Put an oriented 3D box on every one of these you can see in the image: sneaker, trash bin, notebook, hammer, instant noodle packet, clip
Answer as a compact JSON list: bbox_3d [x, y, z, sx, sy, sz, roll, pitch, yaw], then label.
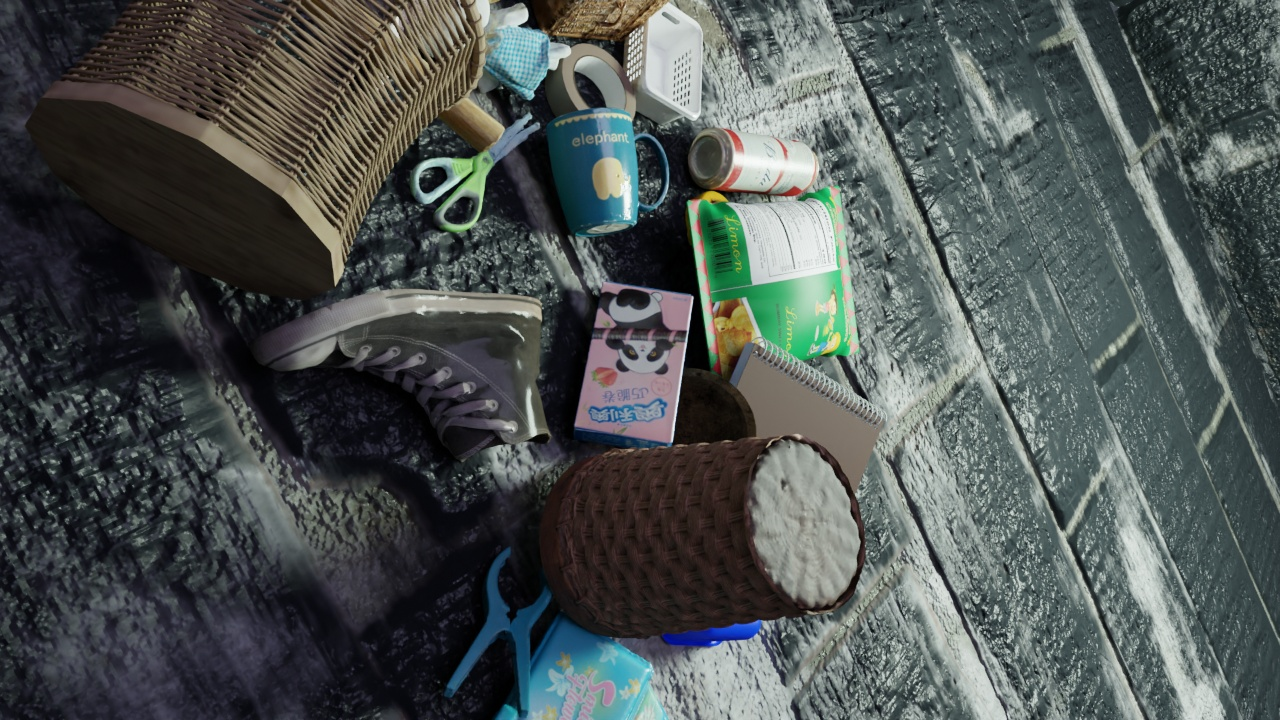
[{"bbox_3d":[-0.165,0.016,0.681,0.234,0.095,0.119,1,75,-49],"label":"sneaker"},{"bbox_3d":[0.044,0.125,0.681,0.151,0.211,0.151,16,65,-37],"label":"trash bin"},{"bbox_3d":[0.156,0.092,0.946,0.209,0.022,0.171,28,82,-32],"label":"notebook"},{"bbox_3d":[-0.237,-0.270,0.677,0.330,0.132,0.033,37,56,-25],"label":"hammer"},{"bbox_3d":[0.151,-0.083,0.989,0.252,0.090,0.195,-14,98,-41],"label":"instant noodle packet"},{"bbox_3d":[-0.115,0.197,0.694,0.113,0.028,0.126,28,51,-4],"label":"clip"}]

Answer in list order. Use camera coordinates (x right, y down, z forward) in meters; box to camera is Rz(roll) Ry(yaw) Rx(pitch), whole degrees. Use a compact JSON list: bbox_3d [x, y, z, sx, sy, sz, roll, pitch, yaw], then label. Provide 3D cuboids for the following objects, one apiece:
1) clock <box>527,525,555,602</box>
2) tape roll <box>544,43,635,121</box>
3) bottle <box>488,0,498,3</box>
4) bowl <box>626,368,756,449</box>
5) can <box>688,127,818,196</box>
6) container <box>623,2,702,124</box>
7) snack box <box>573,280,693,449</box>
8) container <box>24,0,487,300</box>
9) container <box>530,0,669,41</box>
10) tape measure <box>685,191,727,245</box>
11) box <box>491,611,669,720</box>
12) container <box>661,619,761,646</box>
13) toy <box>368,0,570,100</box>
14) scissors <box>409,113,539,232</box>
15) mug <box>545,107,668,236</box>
[{"bbox_3d":[-0.030,0.153,0.782,0.124,0.044,0.087,-13,84,-44],"label":"clock"},{"bbox_3d":[-0.050,-0.268,0.923,0.093,0.030,0.093,16,65,-38],"label":"tape roll"},{"bbox_3d":[-0.140,-0.398,0.842,0.098,0.099,0.111,-35,104,-43],"label":"bottle"},{"bbox_3d":[0.043,0.074,0.854,0.121,0.056,0.121,1,63,-2],"label":"bowl"},{"bbox_3d":[0.131,-0.224,1.045,0.169,0.067,0.067,-5,79,-43],"label":"can"},{"bbox_3d":[0.021,-0.318,0.991,0.080,0.050,0.129,20,63,-36],"label":"container"},{"bbox_3d":[-0.005,0.005,0.834,0.088,0.033,0.153,9,63,1],"label":"snack box"},{"bbox_3d":[-0.241,-0.173,0.592,0.227,0.227,0.195,34,61,-29],"label":"container"},{"bbox_3d":[-0.056,-0.432,0.918,0.112,0.114,0.198,-17,86,-41],"label":"container"},{"bbox_3d":[0.079,-0.154,1.000,0.068,0.030,0.059,-1,78,-43],"label":"tape measure"},{"bbox_3d":[-0.052,0.330,0.688,0.181,0.074,0.226,48,49,-18],"label":"box"},{"bbox_3d":[0.066,0.202,0.843,0.096,0.058,0.114,15,66,-38],"label":"container"},{"bbox_3d":[-0.144,-0.298,0.808,0.205,0.131,0.105,-4,62,-49],"label":"toy"},{"bbox_3d":[-0.138,-0.175,0.825,0.072,0.033,0.175,50,52,-13],"label":"scissors"},{"bbox_3d":[-0.027,-0.175,0.866,0.112,0.084,0.104,-7,88,-18],"label":"mug"}]
